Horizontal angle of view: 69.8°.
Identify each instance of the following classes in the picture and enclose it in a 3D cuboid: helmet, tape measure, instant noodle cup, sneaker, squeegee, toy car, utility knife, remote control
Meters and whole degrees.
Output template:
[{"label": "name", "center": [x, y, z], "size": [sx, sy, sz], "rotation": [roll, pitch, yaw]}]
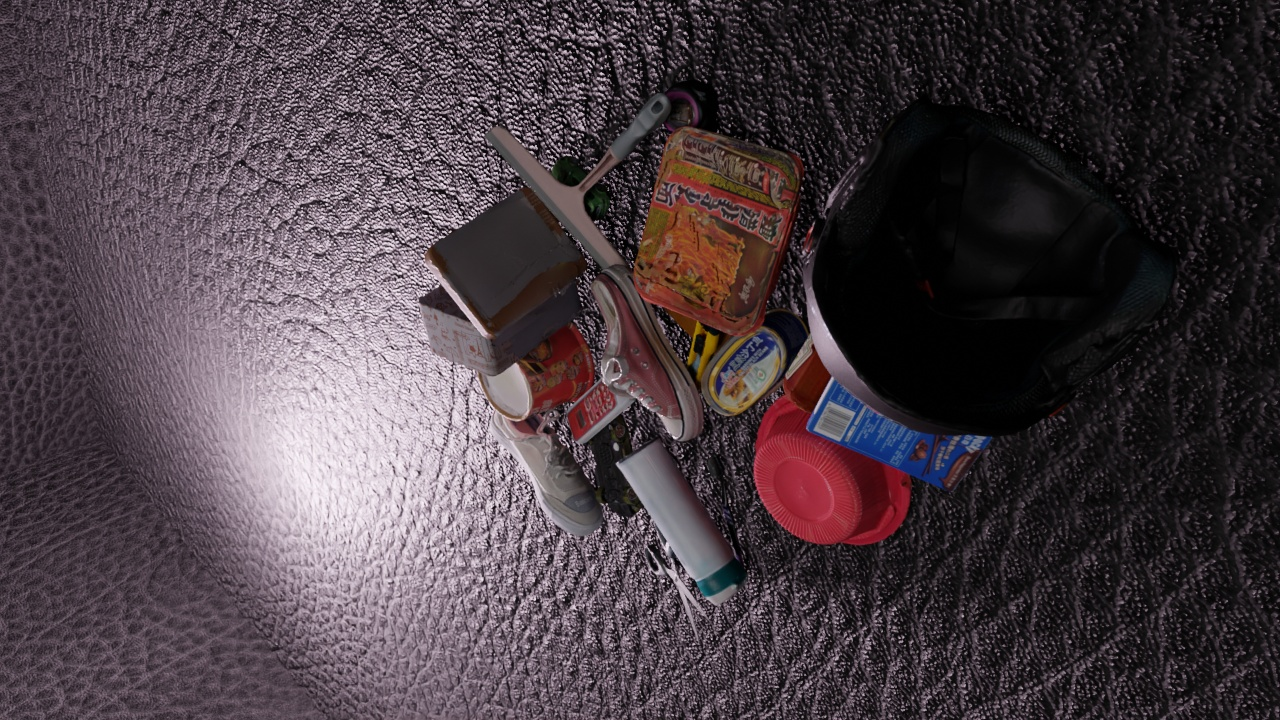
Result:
[{"label": "helmet", "center": [0.241, -0.056, 0.707], "size": [0.233, 0.274, 0.230], "rotation": [36, 163, 9]}, {"label": "tape measure", "center": [0.049, -0.259, 0.947], "size": [0.058, 0.039, 0.057], "rotation": [16, 123, 39]}, {"label": "instant noodle cup", "center": [0.085, -0.130, 0.933], "size": [0.165, 0.079, 0.189], "rotation": [27, 109, 33]}, {"label": "instant noodle cup", "center": [-0.146, 0.014, 1.246], "size": [0.138, 0.108, 0.138], "rotation": [24, 128, 34]}, {"label": "sneaker", "center": [-0.126, 0.138, 1.321], "size": [0.242, 0.089, 0.091], "rotation": [49, 134, 22]}, {"label": "instant noodle cup", "center": [0.194, 0.130, 1.007], "size": [0.194, 0.065, 0.194], "rotation": [24, 128, 35]}, {"label": "squeegee", "center": [-0.030, -0.222, 1.000], "size": [0.247, 0.040, 0.250], "rotation": [49, 144, -6]}, {"label": "sneaker", "center": [-0.006, 0.006, 1.087], "size": [0.118, 0.087, 0.241], "rotation": [20, 141, 59]}, {"label": "toy car", "center": [-0.075, -0.207, 1.106], "size": [0.091, 0.036, 0.043], "rotation": [48, 139, 19]}, {"label": "utility knife", "center": [0.069, -0.004, 1.057], "size": [0.033, 0.015, 0.165], "rotation": [46, 157, 20]}, {"label": "toy car", "center": [-0.034, 0.138, 1.253], "size": [0.070, 0.042, 0.158], "rotation": [-7, 96, 48]}, {"label": "remote control", "center": [-0.054, 0.059, 1.222], "size": [0.136, 0.020, 0.055], "rotation": [-42, 57, 41]}]

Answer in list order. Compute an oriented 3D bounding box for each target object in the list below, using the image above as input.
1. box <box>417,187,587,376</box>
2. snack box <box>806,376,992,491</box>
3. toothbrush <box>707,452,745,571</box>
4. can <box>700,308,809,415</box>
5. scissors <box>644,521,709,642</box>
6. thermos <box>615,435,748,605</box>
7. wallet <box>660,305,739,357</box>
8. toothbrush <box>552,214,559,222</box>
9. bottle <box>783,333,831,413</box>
[{"label": "box", "center": [-0.176, -0.106, 1.137], "size": [0.154, 0.182, 0.181], "rotation": [17, 131, 35]}, {"label": "snack box", "center": [0.252, 0.064, 0.901], "size": [0.157, 0.026, 0.085], "rotation": [23, 131, 6]}, {"label": "toothbrush", "center": [0.112, 0.203, 1.168], "size": [0.014, 0.016, 0.189], "rotation": [8, 119, 49]}, {"label": "can", "center": [0.125, 0.004, 1.015], "size": [0.074, 0.049, 0.149], "rotation": [51, 138, 11]}, {"label": "scissors", "center": [0.045, 0.289, 1.239], "size": [0.160, 0.014, 0.175], "rotation": [165, 98, -65]}, {"label": "thermos", "center": [0.055, 0.209, 1.184], "size": [0.224, 0.073, 0.073], "rotation": [56, 139, 6]}, {"label": "wallet", "center": [0.066, -0.079, 1.037], "size": [0.130, 0.035, 0.119], "rotation": [47, 138, 13]}, {"label": "toothbrush", "center": [-0.172, -0.184, 1.228], "size": [0.190, 0.015, 0.016], "rotation": [1, 107, 44]}, {"label": "bottle", "center": [0.207, -0.035, 0.906], "size": [0.060, 0.059, 0.207], "rotation": [41, 131, 21]}]
